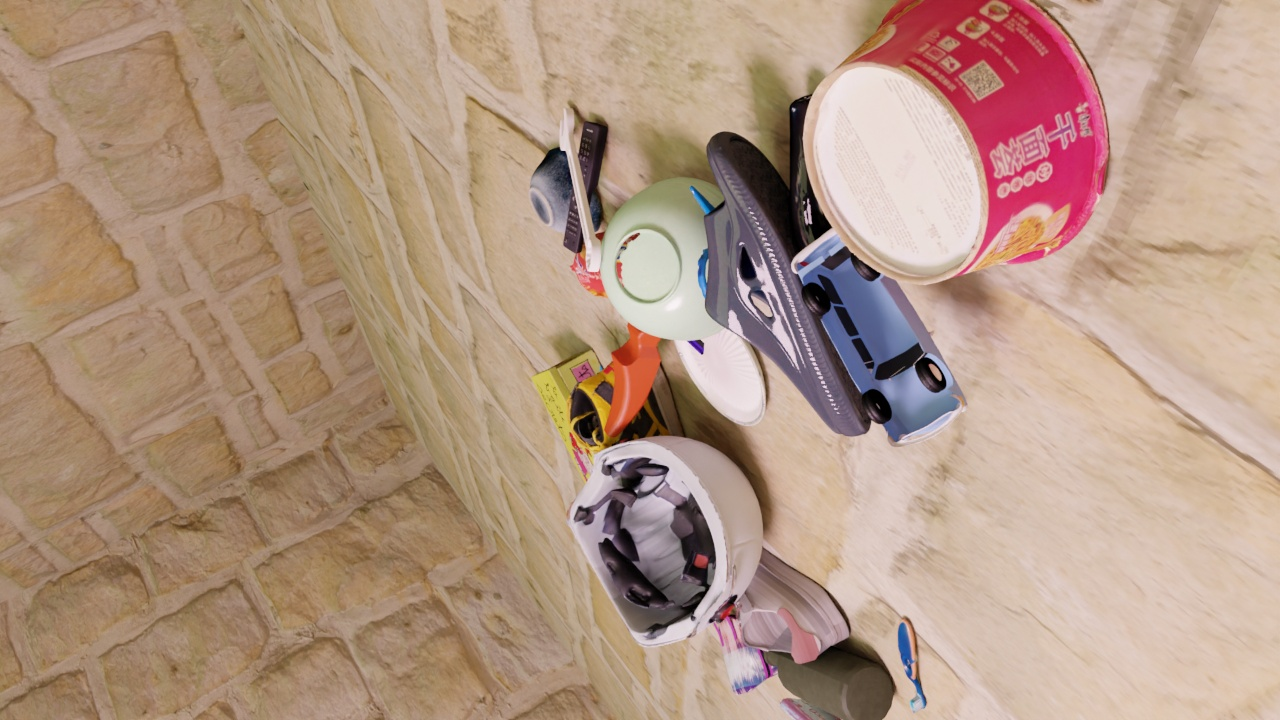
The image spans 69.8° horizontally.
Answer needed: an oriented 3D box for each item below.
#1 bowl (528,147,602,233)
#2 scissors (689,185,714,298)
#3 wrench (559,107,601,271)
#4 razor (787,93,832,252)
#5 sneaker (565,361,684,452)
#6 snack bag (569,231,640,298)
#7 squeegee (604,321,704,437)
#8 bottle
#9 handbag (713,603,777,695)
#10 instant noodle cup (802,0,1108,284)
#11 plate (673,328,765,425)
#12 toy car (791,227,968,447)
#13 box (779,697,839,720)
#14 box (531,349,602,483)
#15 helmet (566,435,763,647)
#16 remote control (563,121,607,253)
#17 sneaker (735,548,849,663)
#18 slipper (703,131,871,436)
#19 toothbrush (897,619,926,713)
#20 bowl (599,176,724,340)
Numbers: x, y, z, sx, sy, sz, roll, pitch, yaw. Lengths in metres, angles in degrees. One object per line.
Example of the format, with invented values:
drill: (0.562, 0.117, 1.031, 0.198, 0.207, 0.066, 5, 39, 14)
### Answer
bowl: (-0.095, -0.190, 1.074, 0.110, 0.055, 0.110, 47, 155, 29)
scissors: (0.076, -0.101, 0.765, 0.014, 0.125, 0.130, -1, 157, 37)
wrench: (-0.062, -0.176, 0.915, 0.273, 0.009, 0.047, -104, 20, -47)
razor: (0.138, -0.120, 0.660, 0.064, 0.052, 0.140, -4, 114, 26)
sneaker: (-0.016, 0.102, 1.185, 0.086, 0.122, 0.239, 35, 147, 50)
snack bag: (-0.008, -0.102, 0.967, 0.176, 0.082, 0.082, 14, 131, 62)
squeegee: (-0.006, 0.006, 1.058, 0.249, 0.055, 0.185, 47, 125, 50)
bottle: (0.212, 0.373, 1.096, 0.071, 0.071, 0.207, 62, 159, -7)
handbag: (0.131, 0.385, 1.318, 0.170, 0.068, 0.145, 61, 159, 16)
instant noodle cup: (0.169, -0.122, 0.541, 0.178, 0.077, 0.179, 47, 156, 29)
plate: (0.084, -0.001, 0.974, 0.157, 0.014, 0.157, 48, 156, 29)
toy car: (0.160, -0.018, 0.614, 0.056, 0.054, 0.153, -37, 71, 34)
box: (0.277, 0.501, 1.144, 0.149, 0.051, 0.214, 46, 168, -33)
box: (-0.071, 0.098, 1.359, 0.221, 0.081, 0.125, 61, 159, -7)
helmet: (0.052, 0.197, 1.092, 0.236, 0.163, 0.265, 54, 135, 22)
remote control: (-0.059, -0.182, 0.973, 0.032, 0.015, 0.137, 36, 121, 48)
sneaker: (0.145, 0.300, 1.123, 0.236, 0.089, 0.099, 15, 131, 61)
slipper: (0.102, -0.051, 0.724, 0.083, 0.110, 0.268, -20, 110, 25)
toothbrush: (0.279, 0.318, 0.949, 0.021, 0.017, 0.135, 27, 141, 52)
bowl: (0.022, -0.086, 0.818, 0.151, 0.076, 0.151, 7, 104, 28)
